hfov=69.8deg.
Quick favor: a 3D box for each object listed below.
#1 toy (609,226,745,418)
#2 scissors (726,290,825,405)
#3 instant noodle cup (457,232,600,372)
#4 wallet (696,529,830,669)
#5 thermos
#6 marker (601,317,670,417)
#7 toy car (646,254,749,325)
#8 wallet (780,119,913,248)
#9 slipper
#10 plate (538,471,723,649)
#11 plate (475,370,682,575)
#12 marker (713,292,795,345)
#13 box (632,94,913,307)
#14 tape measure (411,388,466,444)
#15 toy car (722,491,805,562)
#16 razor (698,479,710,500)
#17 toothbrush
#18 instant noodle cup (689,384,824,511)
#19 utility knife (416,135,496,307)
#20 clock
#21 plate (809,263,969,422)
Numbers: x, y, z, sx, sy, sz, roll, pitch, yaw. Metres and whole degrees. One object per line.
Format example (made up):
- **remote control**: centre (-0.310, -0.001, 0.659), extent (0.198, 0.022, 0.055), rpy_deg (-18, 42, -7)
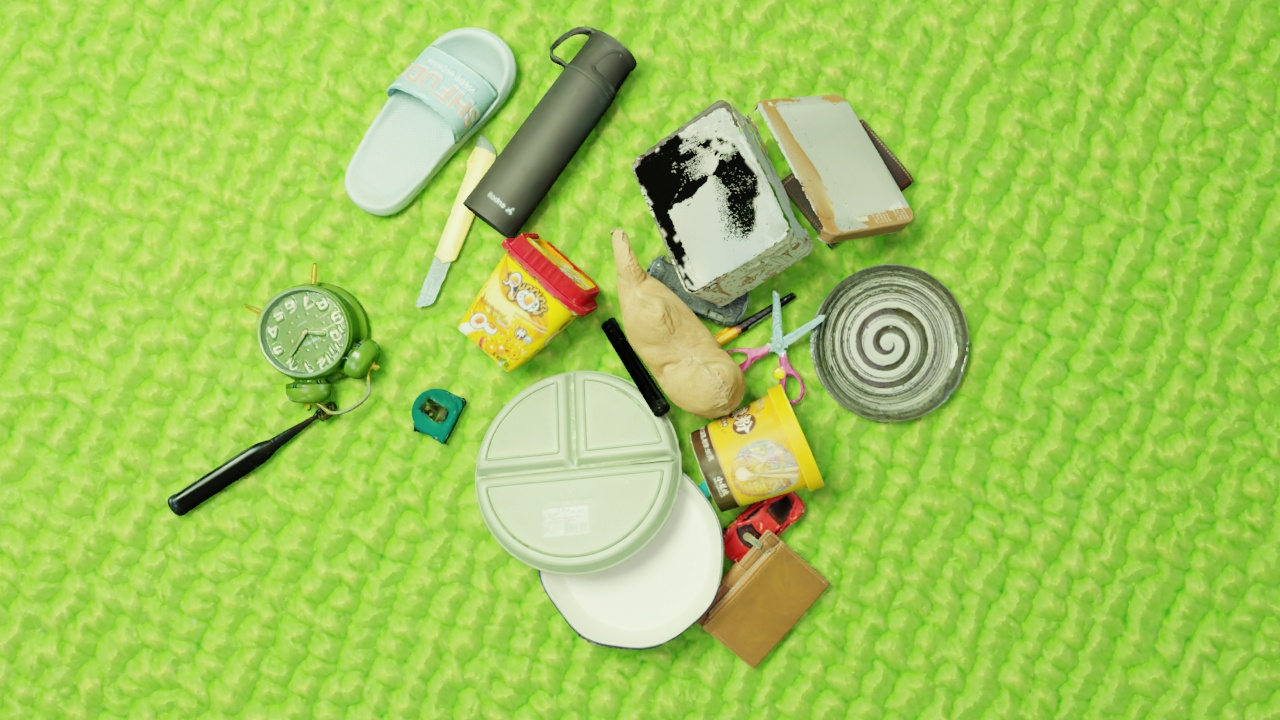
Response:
- **toy**: centre (0.025, -0.034, 0.974), extent (0.082, 0.143, 0.226), rpy_deg (-37, 86, -14)
- **scissors**: centre (0.146, -0.012, 1.028), extent (0.131, 0.017, 0.133), rpy_deg (-3, 105, 11)
- **instant noodle cup**: centre (-0.124, -0.060, 0.998), extent (0.116, 0.116, 0.124), rpy_deg (42, 100, 0)
- **wallet**: centre (0.130, 0.261, 1.013), extent (0.119, 0.035, 0.130), rpy_deg (43, 90, -18)
- **thermos**: centre (-0.108, -0.256, 1.018), extent (0.090, 0.068, 0.242), rpy_deg (35, 88, -1)
- **marker**: centre (-0.006, 0.006, 1.007), extent (0.020, 0.022, 0.132), rpy_deg (-8, 52, -36)
- **toy car**: centre (0.063, -0.078, 1.031), extent (0.121, 0.037, 0.054), rpy_deg (20, 84, 10)
- **wallet**: centre (0.233, -0.202, 1.042), extent (0.122, 0.020, 0.096), rpy_deg (-38, 84, 0)
- **slipper**: centre (-0.241, -0.269, 1.014), extent (0.104, 0.074, 0.245), rpy_deg (38, 91, 1)
- **plate**: centre (-0.009, 0.207, 1.002), extent (0.205, 0.045, 0.204), rpy_deg (-2, 80, 11)
- **plate**: centre (-0.071, 0.115, 0.991), extent (0.230, 0.027, 0.229), rpy_deg (-4, 68, 9)
- **marker**: centre (0.122, -0.044, 1.039), extent (0.124, 0.018, 0.015), rpy_deg (-31, 82, -2)
- **box**: centre (0.140, -0.185, 0.973), extent (0.271, 0.133, 0.179), rpy_deg (-21, 71, -4)
- **tape measure**: centre (-0.230, 0.059, 1.032), extent (0.054, 0.025, 0.058), rpy_deg (26, 88, -1)
- **toy car**: centre (0.135, 0.184, 1.030), extent (0.106, 0.031, 0.049), rpy_deg (-42, 88, 1)
- **razor**: centre (0.051, 0.195, 1.029), extent (0.043, 0.028, 0.132), rpy_deg (21, 87, 17)
- **toothbrush**: centre (-0.432, 0.108, 1.030), extent (0.212, 0.027, 0.026), rpy_deg (-32, 127, -1)
- **instant noodle cup**: centre (0.123, 0.101, 0.993), extent (0.114, 0.118, 0.118), rpy_deg (-22, 89, 8)
- **utility knife**: centre (-0.208, -0.155, 1.039), extent (0.031, 0.021, 0.208), rpy_deg (21, 82, 1)
- **clock**: centre (-0.356, -0.016, 1.017), extent (0.116, 0.056, 0.161), rpy_deg (-31, 90, 0)
- **plate**: centre (0.279, -0.019, 1.038), extent (0.179, 0.024, 0.179), rpy_deg (0, 89, -2)
